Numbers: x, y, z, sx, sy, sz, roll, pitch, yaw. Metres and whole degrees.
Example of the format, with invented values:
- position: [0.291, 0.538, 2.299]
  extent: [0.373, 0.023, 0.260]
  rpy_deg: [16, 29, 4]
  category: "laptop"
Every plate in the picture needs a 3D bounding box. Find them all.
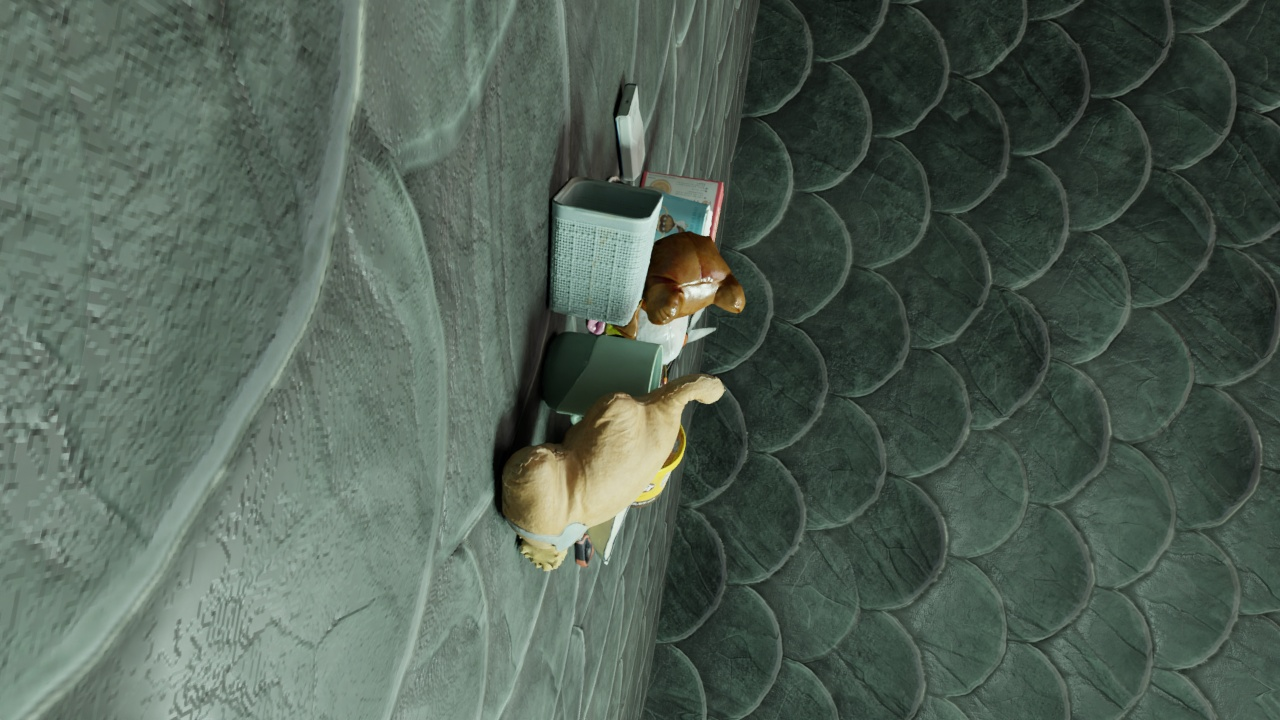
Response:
- position: [-0.026, 0.145, 1.031]
  extent: [0.266, 0.034, 0.162]
  rpy_deg: [92, 18, -77]
  category: "plate"

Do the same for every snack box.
- position: [0.048, -0.190, 1.263]
  extent: [0.044, 0.113, 0.127]
  rpy_deg: [82, 19, -68]
  category: "snack box"

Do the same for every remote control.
- position: [-0.011, -0.264, 1.075]
  extent: [0.125, 0.024, 0.049]
  rpy_deg: [81, 19, -65]
  category: "remote control"

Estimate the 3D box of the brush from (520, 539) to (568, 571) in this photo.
- position: [-0.083, 0.141, 0.983]
  extent: [0.254, 0.046, 0.083]
  rpy_deg: [-73, 159, -73]
  category: "brush"

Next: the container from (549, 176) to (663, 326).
- position: [-0.036, -0.101, 0.857]
  extent: [0.090, 0.090, 0.112]
  rpy_deg: [-67, 167, -61]
  category: "container"

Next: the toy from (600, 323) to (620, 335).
- position: [-0.040, 0.004, 1.140]
  extent: [0.096, 0.031, 0.100]
  rpy_deg: [14, 79, -71]
  category: "toy"

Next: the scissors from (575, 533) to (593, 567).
- position: [-0.078, 0.233, 1.196]
  extent: [0.204, 0.015, 0.199]
  rpy_deg: [-69, 166, -57]
  category: "scissors"

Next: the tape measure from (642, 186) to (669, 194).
- position: [0.011, -0.189, 1.169]
  extent: [0.034, 0.066, 0.065]
  rpy_deg: [95, 10, -56]
  category: "tape measure"

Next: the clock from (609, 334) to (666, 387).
- position: [-0.007, 0.006, 1.104]
  extent: [0.121, 0.055, 0.082]
  rpy_deg: [0, 82, -55]
  category: "clock"

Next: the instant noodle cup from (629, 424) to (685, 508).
- position: [-0.005, 0.138, 1.286]
  extent: [0.115, 0.118, 0.118]
  rpy_deg: [103, 2, -49]
  category: "instant noodle cup"

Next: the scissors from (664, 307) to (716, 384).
- position: [0.038, -0.017, 1.258]
  extent: [0.220, 0.022, 0.228]
  rpy_deg: [16, 98, -62]
  category: "scissors"

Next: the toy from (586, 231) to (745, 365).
- position: [0.026, -0.061, 0.994]
  extent: [0.200, 0.140, 0.130]
  rpy_deg: [-12, -94, 62]
  category: "toy"

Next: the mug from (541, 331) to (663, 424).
- position: [-0.038, 0.029, 0.906]
  extent: [0.082, 0.106, 0.112]
  rpy_deg: [-69, 165, -61]
  category: "mug"

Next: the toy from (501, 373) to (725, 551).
- position: [-0.025, 0.084, 0.831]
  extent: [0.225, 0.082, 0.144]
  rpy_deg: [-32, 152, -18]
  category: "toy"

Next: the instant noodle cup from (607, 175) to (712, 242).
- position: [0.018, -0.150, 1.055]
  extent: [0.111, 0.120, 0.111]
  rpy_deg: [10, 89, -82]
  category: "instant noodle cup"
